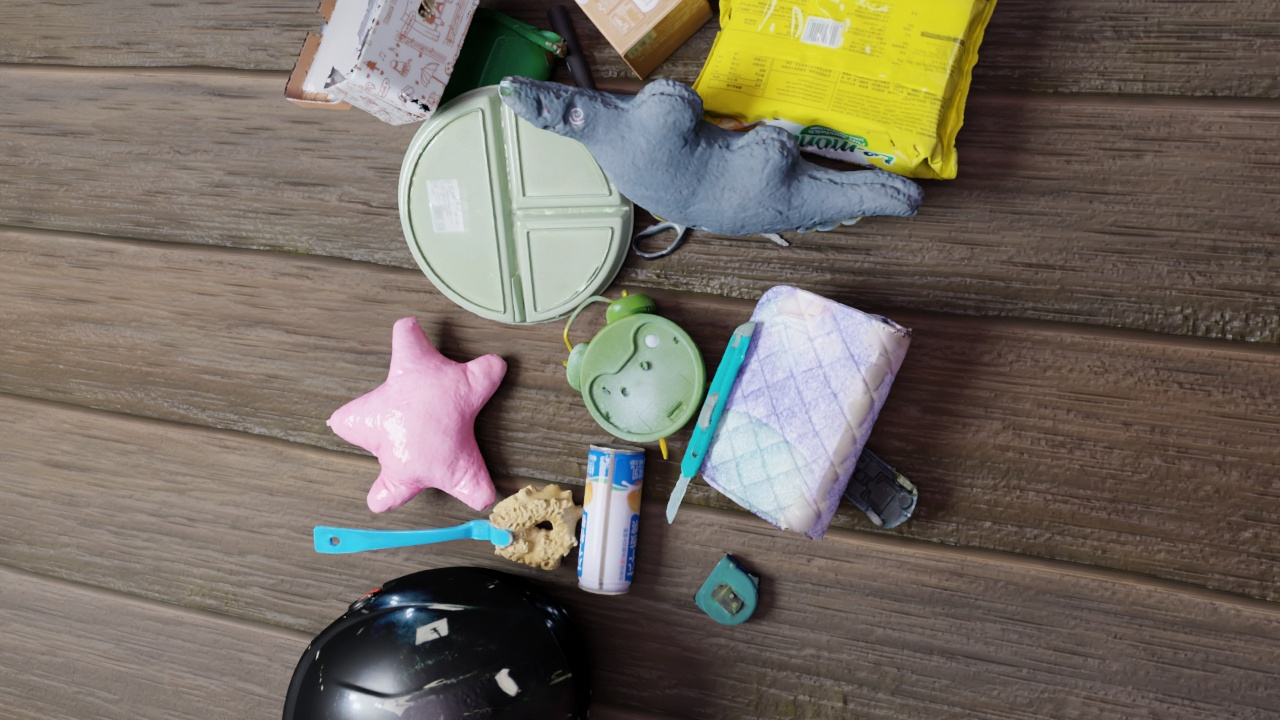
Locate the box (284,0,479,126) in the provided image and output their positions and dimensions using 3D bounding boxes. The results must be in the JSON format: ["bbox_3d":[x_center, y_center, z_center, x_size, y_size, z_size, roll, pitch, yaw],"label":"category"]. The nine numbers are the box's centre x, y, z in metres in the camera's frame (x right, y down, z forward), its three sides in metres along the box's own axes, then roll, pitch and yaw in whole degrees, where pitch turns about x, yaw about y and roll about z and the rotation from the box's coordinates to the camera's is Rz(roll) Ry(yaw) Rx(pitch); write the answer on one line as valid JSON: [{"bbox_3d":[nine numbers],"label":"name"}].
[{"bbox_3d":[-0.247,-0.323,0.882,0.262,0.088,0.178,17,85,57],"label":"box"}]

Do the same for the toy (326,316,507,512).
[{"bbox_3d":[-0.223,0.053,0.905,0.178,0.074,0.194,2,86,2],"label":"toy"}]

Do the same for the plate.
[{"bbox_3d":[-0.121,-0.139,0.862,0.230,0.027,0.230,3,111,7],"label":"plate"}]

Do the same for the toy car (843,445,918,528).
[{"bbox_3d":[0.196,0.102,0.807,0.105,0.031,0.049,42,102,23],"label":"toy car"}]

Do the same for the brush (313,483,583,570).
[{"bbox_3d":[-0.177,0.163,0.866,0.254,0.046,0.083,-2,105,-8],"label":"brush"}]

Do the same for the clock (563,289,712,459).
[{"bbox_3d":[-0.005,0.005,0.855,0.161,0.056,0.116,43,99,12],"label":"clock"}]

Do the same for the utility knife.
[{"bbox_3d":[0.059,0.053,0.803,0.013,0.029,0.193,18,96,-28],"label":"utility knife"}]

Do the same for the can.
[{"bbox_3d":[-0.028,0.147,0.860,0.053,0.053,0.134,6,90,16],"label":"can"}]

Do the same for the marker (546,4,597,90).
[{"bbox_3d":[-0.059,-0.285,0.895,0.022,0.020,0.132,-25,82,25],"label":"marker"}]

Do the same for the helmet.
[{"bbox_3d":[-0.173,0.302,0.810,0.274,0.231,0.233,-17,83,-24],"label":"helmet"}]

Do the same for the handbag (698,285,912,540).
[{"bbox_3d":[0.138,0.040,0.790,0.134,0.075,0.194,29,99,45],"label":"handbag"}]

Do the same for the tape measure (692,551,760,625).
[{"bbox_3d":[0.082,0.214,0.842,0.054,0.025,0.058,36,99,15],"label":"tape measure"}]

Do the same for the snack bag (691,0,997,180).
[{"bbox_3d":[0.167,-0.258,0.783,0.247,0.068,0.158,17,92,15],"label":"snack bag"}]

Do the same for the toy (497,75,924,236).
[{"bbox_3d":[0.053,-0.167,0.785,0.356,0.138,0.091,17,75,-1],"label":"toy"}]

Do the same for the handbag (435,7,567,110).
[{"bbox_3d":[-0.138,-0.264,0.884,0.120,0.068,0.131,15,84,21],"label":"handbag"}]

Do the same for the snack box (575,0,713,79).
[{"bbox_3d":[-0.001,-0.335,0.850,0.093,0.077,0.094,-40,80,12],"label":"snack box"}]

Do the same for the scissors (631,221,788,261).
[{"bbox_3d":[0.064,-0.159,0.863,0.177,0.014,0.159,-25,84,11],"label":"scissors"}]
